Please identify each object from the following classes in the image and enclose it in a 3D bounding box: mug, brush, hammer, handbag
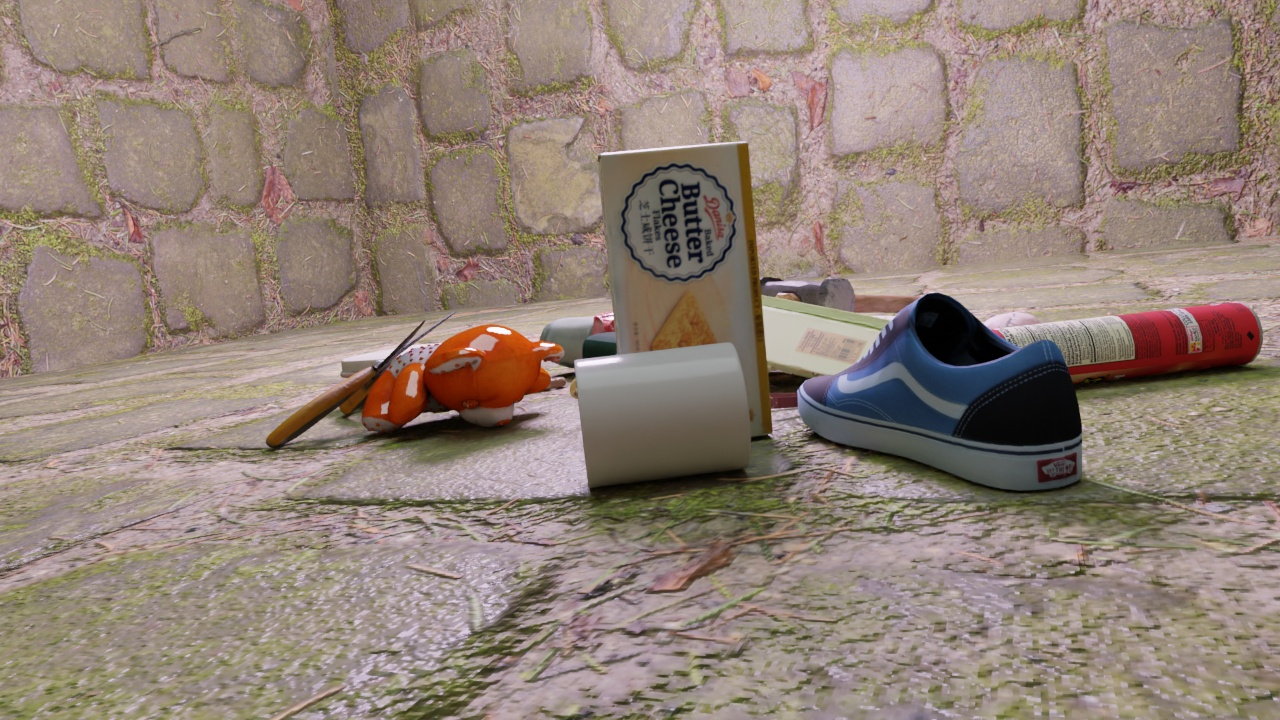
[{"bbox_3d":[0.012,0.039,0.577,0.097,0.078,0.112,-7,-21,-3],"label":"mug"},{"bbox_3d":[-0.149,0.034,0.984,0.151,0.012,0.039,-10,7,-27],"label":"brush"},{"bbox_3d":[0.248,-0.063,1.028,0.098,0.052,0.327,5,5,41],"label":"hammer"},{"bbox_3d":[0.102,0.032,0.733,0.119,0.029,0.055,-2,2,-8],"label":"handbag"},{"bbox_3d":[-0.048,-0.020,1.103,0.106,0.067,0.122,0,3,-35],"label":"handbag"}]

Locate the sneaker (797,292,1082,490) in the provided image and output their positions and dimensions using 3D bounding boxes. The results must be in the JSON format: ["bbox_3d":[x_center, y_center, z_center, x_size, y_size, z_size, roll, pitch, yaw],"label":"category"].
[{"bbox_3d":[0.172,0.005,0.563,0.083,0.098,0.241,-9,7,-17],"label":"sneaker"}]

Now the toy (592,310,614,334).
[{"bbox_3d":[0.025,-0.033,1.006,0.193,0.084,0.159,-23,2,-23],"label":"toy"}]

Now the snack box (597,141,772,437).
[{"bbox_3d":[0.031,-0.045,0.651,0.104,0.208,0.057,-6,7,-5],"label":"snack box"}]

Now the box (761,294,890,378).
[{"bbox_3d":[0.142,-0.026,0.865,0.188,0.066,0.127,15,19,30],"label":"box"}]

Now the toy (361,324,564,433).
[{"bbox_3d":[-0.156,0.020,0.833,0.163,0.093,0.173,-9,-6,-40],"label":"toy"}]

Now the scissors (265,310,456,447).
[{"bbox_3d":[-0.273,0.023,0.892,0.226,0.016,0.229,-37,4,46],"label":"scissors"}]

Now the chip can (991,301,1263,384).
[{"bbox_3d":[0.363,-0.009,0.712,0.214,0.052,0.052,-6,7,-3],"label":"chip can"}]

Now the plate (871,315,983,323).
[{"bbox_3d":[0.257,-0.034,1.025,0.242,0.016,0.242,-1,6,0],"label":"plate"}]

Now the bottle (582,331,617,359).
[{"bbox_3d":[-0.005,0.005,0.882,0.061,0.061,0.131,-7,7,-24],"label":"bottle"}]

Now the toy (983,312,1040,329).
[{"bbox_3d":[0.331,-0.019,0.850,0.110,0.047,0.063,-8,-2,15],"label":"toy"}]

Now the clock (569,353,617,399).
[{"bbox_3d":[0.006,0.018,0.770,0.129,0.043,0.099,-1,-18,-22],"label":"clock"}]

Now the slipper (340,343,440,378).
[{"bbox_3d":[-0.251,0.007,1.124,0.114,0.054,0.273,-2,5,31],"label":"slipper"}]
